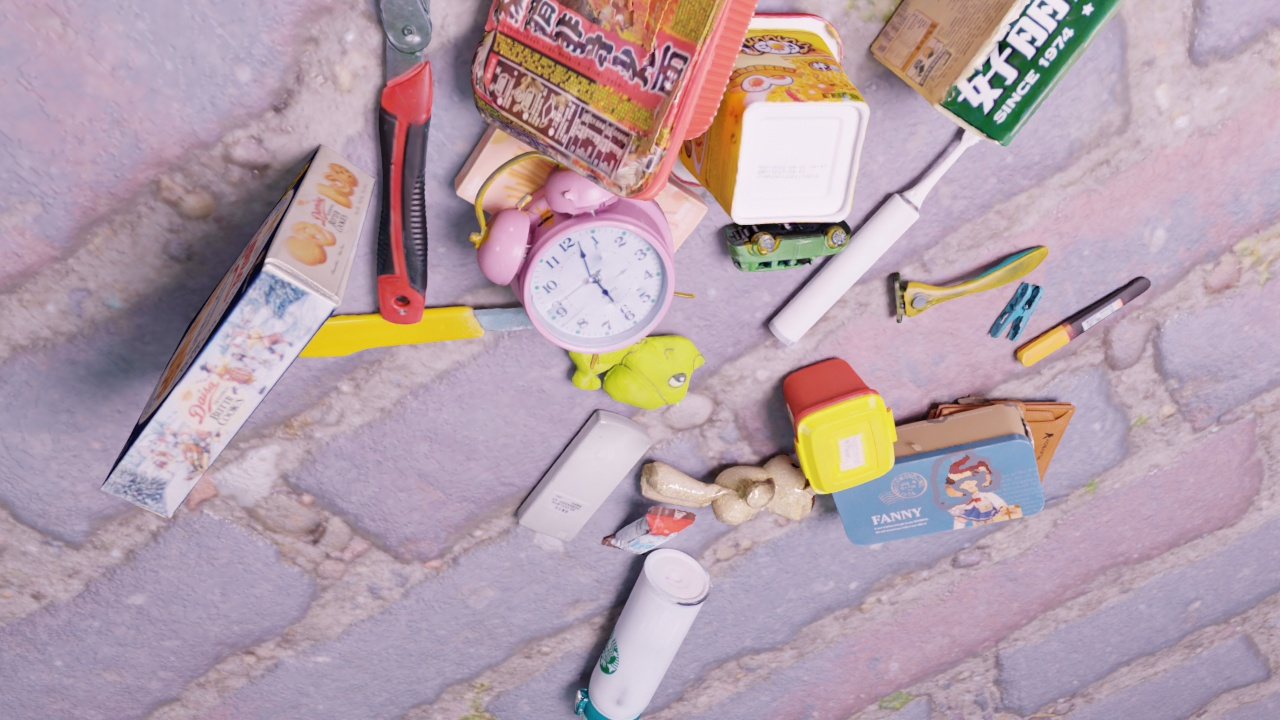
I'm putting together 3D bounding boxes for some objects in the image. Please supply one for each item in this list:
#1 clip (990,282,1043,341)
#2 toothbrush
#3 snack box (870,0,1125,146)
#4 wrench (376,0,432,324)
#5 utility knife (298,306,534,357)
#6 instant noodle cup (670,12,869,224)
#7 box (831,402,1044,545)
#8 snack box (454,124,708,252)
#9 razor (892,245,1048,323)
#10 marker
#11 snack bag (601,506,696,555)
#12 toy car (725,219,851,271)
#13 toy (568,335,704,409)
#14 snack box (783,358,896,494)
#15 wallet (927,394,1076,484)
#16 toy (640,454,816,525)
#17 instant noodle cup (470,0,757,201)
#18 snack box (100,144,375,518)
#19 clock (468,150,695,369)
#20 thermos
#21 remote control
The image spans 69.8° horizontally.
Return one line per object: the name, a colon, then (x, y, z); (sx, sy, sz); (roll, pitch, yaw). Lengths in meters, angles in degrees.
clip: (0.317, -0.040, 0.769); (0.041, 0.014, 0.056); (10, 124, -19)
toothbrush: (0.180, -0.096, 0.693); (0.221, 0.026, 0.026); (-48, 159, 21)
snack box: (0.247, -0.256, 0.539); (0.063, 0.114, 0.241); (23, 117, -24)
wrench: (-0.147, -0.142, 0.593); (0.056, 0.016, 0.274); (8, 120, -12)
utility knife: (-0.161, -0.024, 0.679); (0.216, 0.015, 0.033); (-5, 125, -5)
instant noodle cup: (0.080, -0.147, 0.576); (0.116, 0.123, 0.116); (-3, 126, -10)
box: (0.249, 0.101, 0.800); (0.184, 0.060, 0.090); (-18, 118, 17)
snack box: (-0.039, -0.114, 0.635); (0.157, 0.026, 0.085); (27, 116, -27)
razor: (0.266, -0.066, 0.734); (0.132, 0.028, 0.043); (-18, 123, -1)
marker: (0.379, -0.034, 0.787); (0.124, 0.015, 0.018); (-34, 126, 9)
snack bag: (0.006, 0.153, 0.819); (0.048, 0.026, 0.104); (16, 150, -19)
toy car: (0.108, -0.088, 0.674); (0.091, 0.043, 0.036); (-9, 123, -4)
toy: (-0.004, 0.004, 0.723); (0.097, 0.031, 0.100); (-32, 120, 11)
snack box: (0.162, 0.051, 0.760); (0.082, 0.080, 0.091); (-19, 126, 3)
wallet: (0.321, 0.079, 0.845); (0.131, 0.031, 0.108); (-1, 127, -12)
toy: (0.078, 0.111, 0.804); (0.157, 0.066, 0.105); (5, 156, -11)
instant noodle cup: (-0.006, -0.199, 0.509); (0.079, 0.164, 0.189); (-10, 128, -49)
snack box: (-0.238, -0.026, 0.561); (0.045, 0.177, 0.183); (34, 111, -26)
clock: (-0.042, -0.073, 0.609); (0.117, 0.059, 0.158); (-34, 123, 13)
thermos: (-0.004, 0.286, 0.902); (0.073, 0.073, 0.225); (11, 122, -19)
remote control: (-0.049, 0.100, 0.789); (0.056, 0.019, 0.135); (25, 116, -26)
